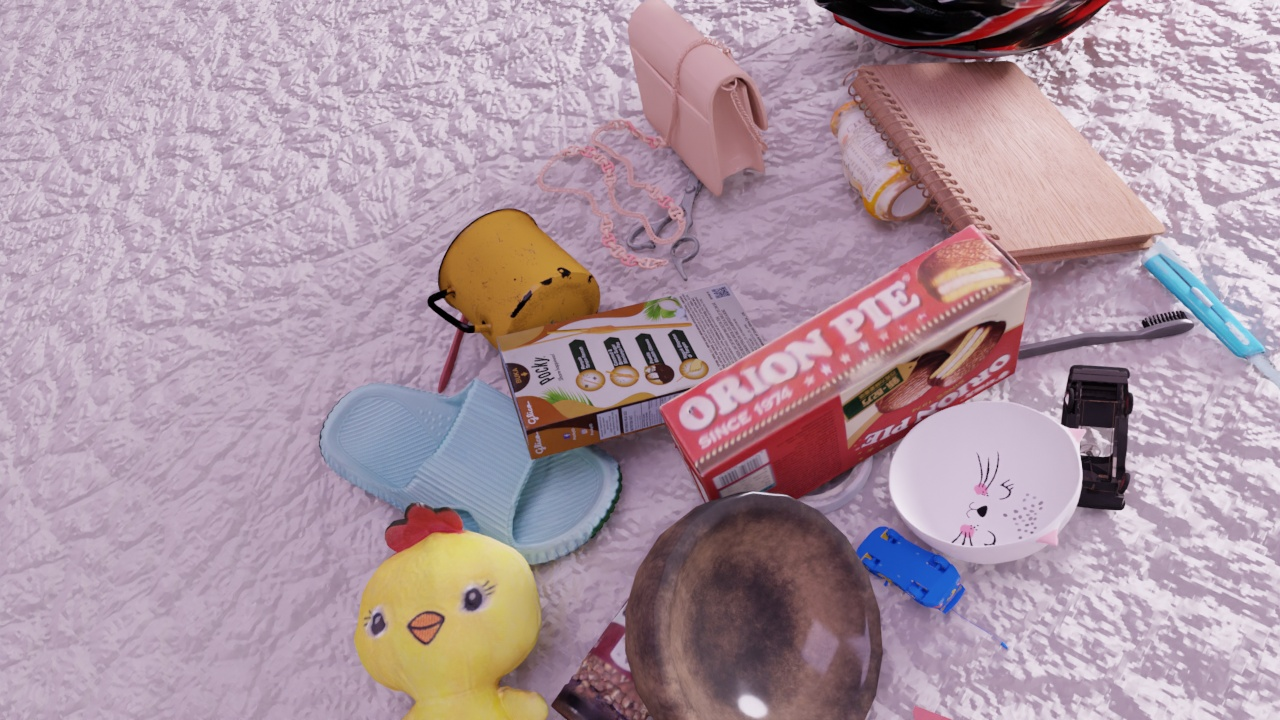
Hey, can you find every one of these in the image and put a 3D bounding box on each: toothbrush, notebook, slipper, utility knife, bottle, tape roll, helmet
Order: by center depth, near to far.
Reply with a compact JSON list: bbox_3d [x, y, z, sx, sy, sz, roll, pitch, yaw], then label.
[{"bbox_3d":[-0.004,0.196,0.593,0.056,0.056,0.105,27,66,28],"label":"bottle"},{"bbox_3d":[0.404,-0.026,0.635,0.022,0.015,0.148,-31,59,1],"label":"utility knife"},{"bbox_3d":[0.304,-0.011,0.656,0.167,0.013,0.013,-12,50,9],"label":"toothbrush"},{"bbox_3d":[0.120,0.065,0.661,0.094,0.018,0.093,-7,58,12],"label":"tape roll"},{"bbox_3d":[0.272,-0.158,0.704,0.169,0.022,0.210,-8,54,-21],"label":"notebook"},{"bbox_3d":[-0.147,0.073,0.706,0.276,0.069,0.115,17,69,25],"label":"slipper"},{"bbox_3d":[0.270,-0.335,0.746,0.272,0.217,0.167,19,99,35],"label":"helmet"},{"bbox_3d":[0.194,-0.166,0.748,0.063,0.063,0.108,-24,56,1],"label":"bottle"},{"bbox_3d":[-0.149,-0.053,0.812,0.016,0.015,0.184,4,63,22],"label":"toothbrush"}]

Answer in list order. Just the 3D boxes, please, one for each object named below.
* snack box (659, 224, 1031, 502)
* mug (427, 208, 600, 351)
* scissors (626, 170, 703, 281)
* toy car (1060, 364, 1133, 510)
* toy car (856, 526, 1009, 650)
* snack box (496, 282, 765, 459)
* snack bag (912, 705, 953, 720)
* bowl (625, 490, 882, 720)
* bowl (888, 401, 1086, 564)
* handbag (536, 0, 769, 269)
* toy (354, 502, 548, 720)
[{"bbox_3d":[0.136,0.018,0.604,0.236,0.113,0.060,-30,56,-2],"label":"snack box"},{"bbox_3d":[-0.105,-0.052,0.740,0.123,0.101,0.094,-25,53,-34],"label":"mug"},{"bbox_3d":[0.049,-0.137,0.800,0.159,0.014,0.120,-44,48,-9],"label":"scissors"},{"bbox_3d":[0.297,0.050,0.600,0.040,0.037,0.092,4,87,17],"label":"toy car"},{"bbox_3d":[0.189,0.150,0.596,0.033,0.062,0.092,-46,29,-10],"label":"toy car"},{"bbox_3d":[-0.004,0.004,0.684,0.186,0.032,0.101,-14,45,-11],"label":"snack box"},{"bbox_3d":[0.196,0.283,0.498,0.131,0.039,0.143,14,66,23],"label":"snack bag"},{"bbox_3d":[0.061,0.163,0.553,0.162,0.070,0.162,9,71,-26],"label":"bowl"},{"bbox_3d":[0.223,0.085,0.590,0.115,0.050,0.114,-17,41,16],"label":"bowl"},{"bbox_3d":[0.002,-0.196,0.775,0.187,0.117,0.198,-29,50,-5],"label":"handbag"},{"bbox_3d":[-0.122,0.201,0.615,0.134,0.092,0.207,-16,67,14],"label":"toy"}]
